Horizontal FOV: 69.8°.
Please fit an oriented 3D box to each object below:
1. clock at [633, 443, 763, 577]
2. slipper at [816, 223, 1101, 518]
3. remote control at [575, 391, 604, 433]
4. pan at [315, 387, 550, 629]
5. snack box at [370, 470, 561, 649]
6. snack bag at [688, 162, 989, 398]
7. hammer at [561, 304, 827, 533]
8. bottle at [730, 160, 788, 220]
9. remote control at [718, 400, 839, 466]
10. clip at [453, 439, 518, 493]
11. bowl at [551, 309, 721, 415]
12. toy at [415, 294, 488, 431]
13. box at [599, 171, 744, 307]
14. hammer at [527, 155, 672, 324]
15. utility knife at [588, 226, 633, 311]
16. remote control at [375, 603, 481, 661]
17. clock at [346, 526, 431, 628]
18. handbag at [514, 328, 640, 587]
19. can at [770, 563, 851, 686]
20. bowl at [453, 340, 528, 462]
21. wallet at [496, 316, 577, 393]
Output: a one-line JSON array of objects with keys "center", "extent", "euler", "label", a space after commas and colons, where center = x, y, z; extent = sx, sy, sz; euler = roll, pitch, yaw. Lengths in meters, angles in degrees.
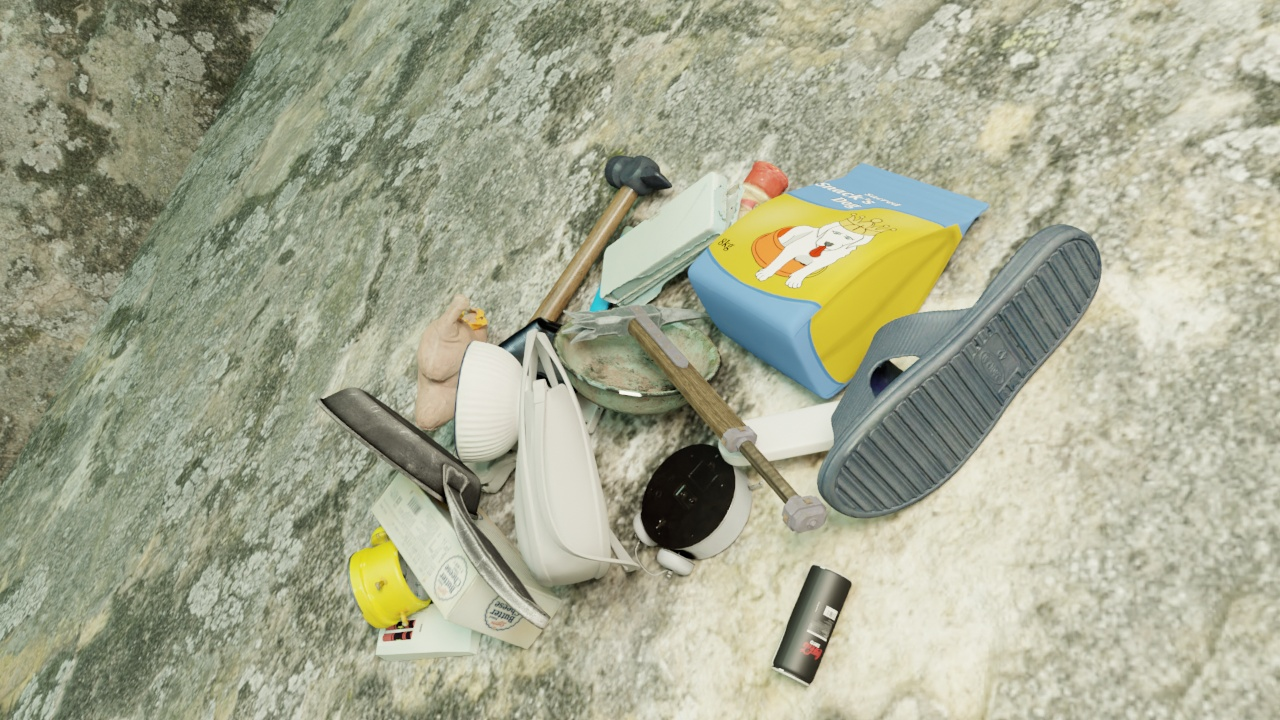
[{"center": [0.041, 0.129, 0.778], "extent": [0.122, 0.035, 0.094], "euler": [-50, 39, 2], "label": "clock"}, {"center": [0.218, 0.003, 0.666], "extent": [0.263, 0.101, 0.082], "euler": [-45, 31, -3], "label": "slipper"}, {"center": [-0.087, 0.047, 0.983], "extent": [0.136, 0.011, 0.050], "euler": [5, 66, 47], "label": "remote control"}, {"center": [-0.173, 0.119, 0.813], "extent": [0.357, 0.187, 0.055], "euler": [28, 77, 44], "label": "pan"}, {"center": [-0.172, 0.186, 0.886], "extent": [0.057, 0.104, 0.208], "euler": [-56, 39, -2], "label": "snack box"}, {"center": [0.168, -0.088, 0.784], "extent": [0.205, 0.102, 0.159], "euler": [-42, 38, -8], "label": "snack bag"}, {"center": [0.059, 0.034, 0.756], "extent": [0.316, 0.146, 0.028], "euler": [-129, 39, -50], "label": "hammer"}, {"center": [0.105, -0.147, 0.927], "extent": [0.044, 0.044, 0.109], "euler": [27, 81, 50], "label": "bottle"}, {"center": [0.129, 0.057, 0.739], "extent": [0.137, 0.013, 0.043], "euler": [-13, 37, 18], "label": "remote control"}, {"center": [-0.153, 0.076, 0.962], "extent": [0.153, 0.096, 0.126], "euler": [1, 71, 57], "label": "clip"}, {"center": [-0.005, 0.005, 0.860], "extent": [0.157, 0.157, 0.039], "euler": [-128, 38, -50], "label": "bowl"}, {"center": [-0.195, -0.023, 1.011], "extent": [0.263, 0.065, 0.196], "euler": [-83, 15, -66], "label": "toy"}, {"center": [0.026, -0.116, 0.931], "extent": [0.200, 0.066, 0.082], "euler": [-30, 25, 50], "label": "box"}, {"center": [-0.077, -0.098, 1.060], "extent": [0.321, 0.040, 0.129], "euler": [-56, 29, -1], "label": "hammer"}, {"center": [-0.038, -0.079, 1.031], "extent": [0.031, 0.015, 0.178], "euler": [-2, 56, 47], "label": "utility knife"}, {"center": [-0.216, 0.272, 0.923], "extent": [0.144, 0.024, 0.049], "euler": [-17, 50, 36], "label": "remote control"}, {"center": [-0.252, 0.216, 0.932], "extent": [0.057, 0.083, 0.118], "euler": [-25, 23, 5], "label": "clock"}, {"center": [-0.066, 0.074, 0.779], "extent": [0.095, 0.216, 0.222], "euler": [-9, 74, -7], "label": "handbag"}, {"center": [0.122, 0.189, 0.656], "extent": [0.032, 0.031, 0.080], "euler": [10, 68, 47], "label": "can"}, {"center": [-0.136, 0.042, 0.883], "extent": [0.062, 0.118, 0.117], "euler": [4, 55, 1], "label": "bowl"}, {"center": [-0.093, -0.004, 0.968], "extent": [0.115, 0.026, 0.089], "euler": [21, 42, 29], "label": "wallet"}]
